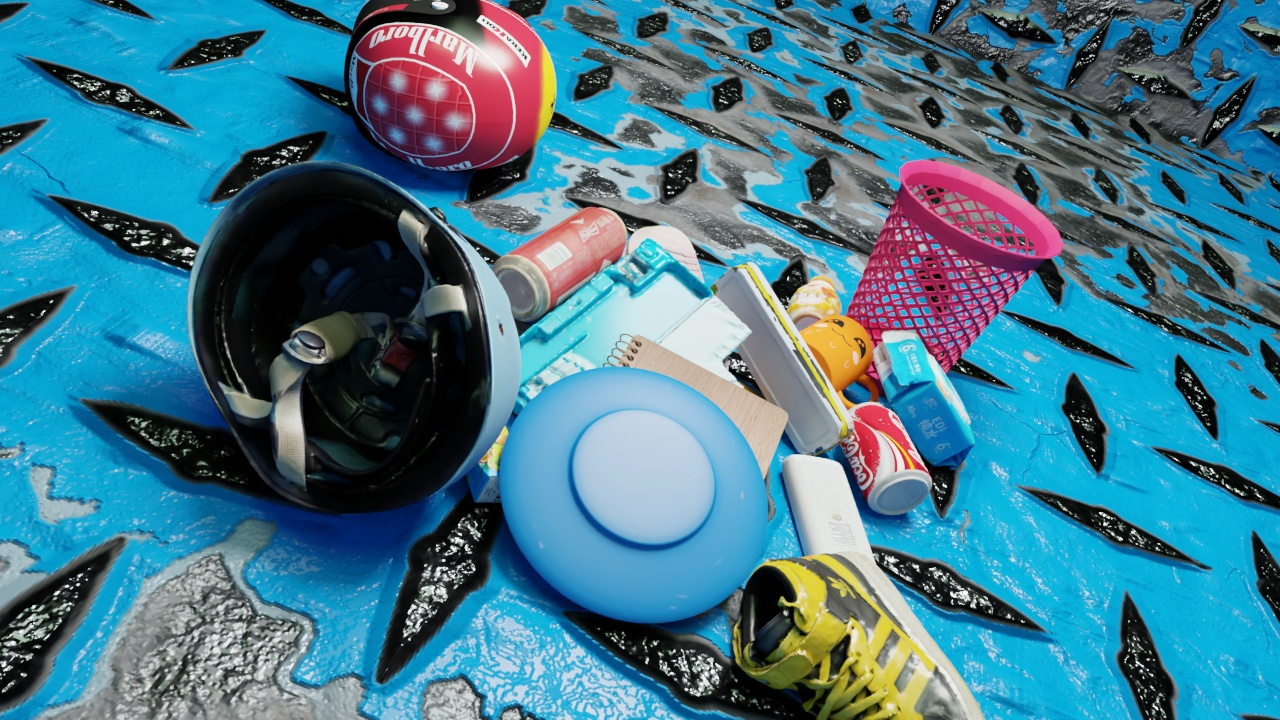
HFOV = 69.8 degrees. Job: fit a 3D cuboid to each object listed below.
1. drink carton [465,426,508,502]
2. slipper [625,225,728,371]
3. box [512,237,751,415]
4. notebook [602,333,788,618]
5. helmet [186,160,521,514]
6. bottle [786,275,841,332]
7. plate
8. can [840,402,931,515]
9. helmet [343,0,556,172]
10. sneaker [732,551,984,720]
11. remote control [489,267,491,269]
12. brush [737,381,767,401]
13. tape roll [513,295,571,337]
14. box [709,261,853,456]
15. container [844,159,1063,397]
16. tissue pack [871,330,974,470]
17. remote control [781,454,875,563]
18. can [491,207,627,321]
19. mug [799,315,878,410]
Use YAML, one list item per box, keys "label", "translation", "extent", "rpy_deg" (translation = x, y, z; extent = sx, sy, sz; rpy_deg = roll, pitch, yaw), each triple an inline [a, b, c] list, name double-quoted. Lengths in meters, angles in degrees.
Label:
- label: "drink carton"
  translation: [-0.135, 0.061, 0.767]
  extent: [0.044, 0.039, 0.128]
  rpy_deg: [6, 38, -36]
- label: "slipper"
  translation: [0.031, -0.032, 0.945]
  extent: [0.094, 0.065, 0.239]
  rpy_deg: [-2, 57, -8]
- label: "box"
  translation: [-0.004, 0.004, 0.855]
  extent: [0.182, 0.039, 0.226]
  rpy_deg: [43, 61, 11]
- label: "notebook"
  translation: [0.017, 0.087, 0.775]
  extent: [0.169, 0.022, 0.209]
  rpy_deg: [28, 53, 1]
- label: "helmet"
  translation: [-0.207, -0.015, 0.694]
  extent: [0.265, 0.225, 0.166]
  rpy_deg: [51, 5, 7]
- label: "bottle"
  translation: [0.207, -0.062, 1.088]
  extent: [0.063, 0.063, 0.108]
  rpy_deg: [25, 36, 4]
- label: "plate"
  translation: [0.001, 0.095, 0.732]
  extent: [0.224, 0.024, 0.223]
  rpy_deg: [9, 56, -13]
- label: "can"
  translation: [0.237, 0.095, 0.901]
  extent: [0.064, 0.064, 0.104]
  rpy_deg: [8, 38, -19]
- label: "helmet"
  translation: [-0.237, -0.331, 1.087]
  extent: [0.271, 0.198, 0.224]
  rpy_deg: [15, 35, 4]
- label: "sneaker"
  translation: [0.152, 0.234, 0.656]
  extent: [0.122, 0.086, 0.238]
  rpy_deg: [9, 34, -28]
- label: "remote control"
  translation: [-0.160, -0.084, 0.956]
  extent: [0.151, 0.020, 0.041]
  rpy_deg: [-8, 22, -35]
- label: "brush"
  translation: [0.085, 0.063, 0.901]
  extent: [0.048, 0.017, 0.126]
  rpy_deg: [33, 37, 15]
- label: "tape roll"
  translation: [-0.111, -0.048, 0.916]
  extent: [0.093, 0.030, 0.093]
  rpy_deg: [18, 44, -19]
- label: "box"
  translation: [0.144, -0.003, 0.930]
  extent: [0.044, 0.066, 0.209]
  rpy_deg: [-15, 69, -41]
- label: "container"
  translation: [0.323, -0.077, 1.028]
  extent: [0.183, 0.226, 0.182]
  rpy_deg: [14, 37, -11]
- label: "tissue pack"
  translation: [0.301, 0.040, 0.970]
  extent: [0.144, 0.062, 0.092]
  rpy_deg: [50, 22, -31]
- label: "remote control"
  translation: [0.171, 0.142, 0.838]
  extent: [0.060, 0.026, 0.138]
  rpy_deg: [10, 40, -16]
- label: "can"
  translation: [-0.077, -0.099, 0.909]
  extent: [0.067, 0.067, 0.169]
  rpy_deg: [32, 39, 12]
- label: "mug"
  translation: [0.205, 0.013, 0.982]
  extent: [0.112, 0.078, 0.095]
  rpy_deg: [48, 42, 15]
